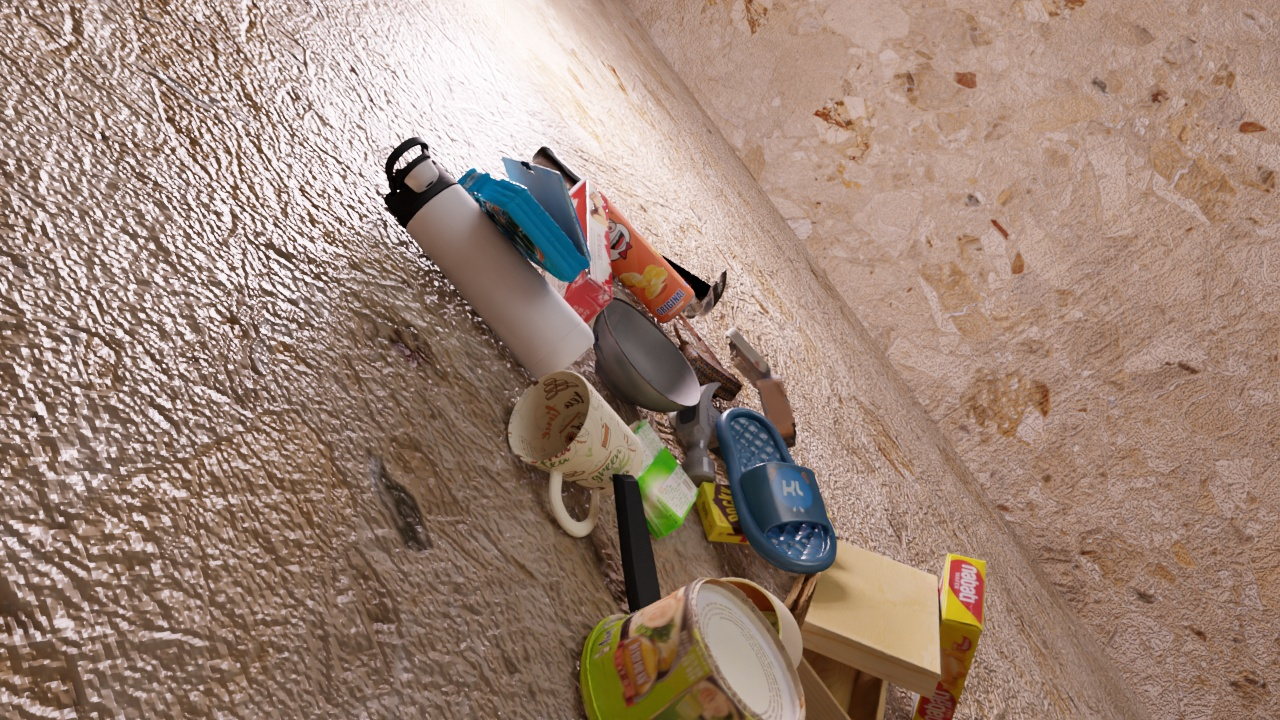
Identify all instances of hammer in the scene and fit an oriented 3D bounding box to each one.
[{"bbox_3d":[0.138,0.131,1.082,0.312,0.035,0.139,39,39,-43],"label":"hammer"},{"bbox_3d":[-0.015,-0.180,1.264,0.326,0.036,0.141,41,-22,-10],"label":"hammer"}]

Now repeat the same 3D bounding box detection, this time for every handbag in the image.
[{"bbox_3d":[0.070,-0.015,1.244,0.093,0.043,0.195,34,17,-33],"label":"handbag"}]

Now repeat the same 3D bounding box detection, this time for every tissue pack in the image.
[{"bbox_3d":[0.009,0.108,0.862,0.099,0.034,0.113,54,19,0],"label":"tissue pack"}]

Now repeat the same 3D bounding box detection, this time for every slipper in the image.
[{"bbox_3d":[0.141,0.124,0.933,0.103,0.059,0.213,10,39,-27],"label":"slipper"}]

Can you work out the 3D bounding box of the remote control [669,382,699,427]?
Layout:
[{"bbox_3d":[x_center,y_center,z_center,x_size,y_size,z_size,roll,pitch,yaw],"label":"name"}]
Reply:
[{"bbox_3d":[0.056,0.049,1.091,0.050,0.022,0.133,44,20,-19],"label":"remote control"}]

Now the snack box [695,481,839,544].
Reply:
[{"bbox_3d":[0.132,0.163,0.955,0.148,0.026,0.061,10,37,-23],"label":"snack box"}]

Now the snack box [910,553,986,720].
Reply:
[{"bbox_3d":[0.329,0.309,0.983,0.091,0.042,0.201,-61,156,-49],"label":"snack box"}]

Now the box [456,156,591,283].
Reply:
[{"bbox_3d":[-0.107,-0.143,0.873,0.091,0.066,0.243,49,-5,-25],"label":"box"}]

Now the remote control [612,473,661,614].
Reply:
[{"bbox_3d":[-0.003,0.150,0.724,0.039,0.010,0.124,15,62,-60],"label":"remote control"}]

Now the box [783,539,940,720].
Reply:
[{"bbox_3d":[0.209,0.268,0.906,0.141,0.149,0.248,42,16,9],"label":"box"}]

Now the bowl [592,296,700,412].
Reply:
[{"bbox_3d":[-0.006,0.006,0.975,0.150,0.057,0.150,41,20,-19],"label":"bowl"}]

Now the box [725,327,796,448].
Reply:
[{"bbox_3d":[0.159,0.041,1.200,0.157,0.063,0.216,54,1,15],"label":"box"}]

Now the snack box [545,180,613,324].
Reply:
[{"bbox_3d":[-0.072,-0.122,1.037,0.044,0.077,0.272,39,23,-23],"label":"snack box"}]

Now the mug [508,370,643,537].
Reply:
[{"bbox_3d":[-0.048,0.083,0.743,0.097,0.081,0.121,42,41,-45],"label":"mug"}]

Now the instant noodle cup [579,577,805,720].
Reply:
[{"bbox_3d":[0.040,0.222,0.621,0.146,0.098,0.146,44,20,-21],"label":"instant noodle cup"}]

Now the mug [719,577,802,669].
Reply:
[{"bbox_3d":[0.088,0.241,0.742,0.104,0.085,0.111,42,46,-56],"label":"mug"}]

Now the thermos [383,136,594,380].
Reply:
[{"bbox_3d":[-0.135,-0.086,0.810,0.230,0.068,0.101,49,-17,-4],"label":"thermos"}]

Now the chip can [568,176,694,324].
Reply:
[{"bbox_3d":[-0.020,-0.144,1.210,0.210,0.062,0.062,46,20,-15],"label":"chip can"}]
